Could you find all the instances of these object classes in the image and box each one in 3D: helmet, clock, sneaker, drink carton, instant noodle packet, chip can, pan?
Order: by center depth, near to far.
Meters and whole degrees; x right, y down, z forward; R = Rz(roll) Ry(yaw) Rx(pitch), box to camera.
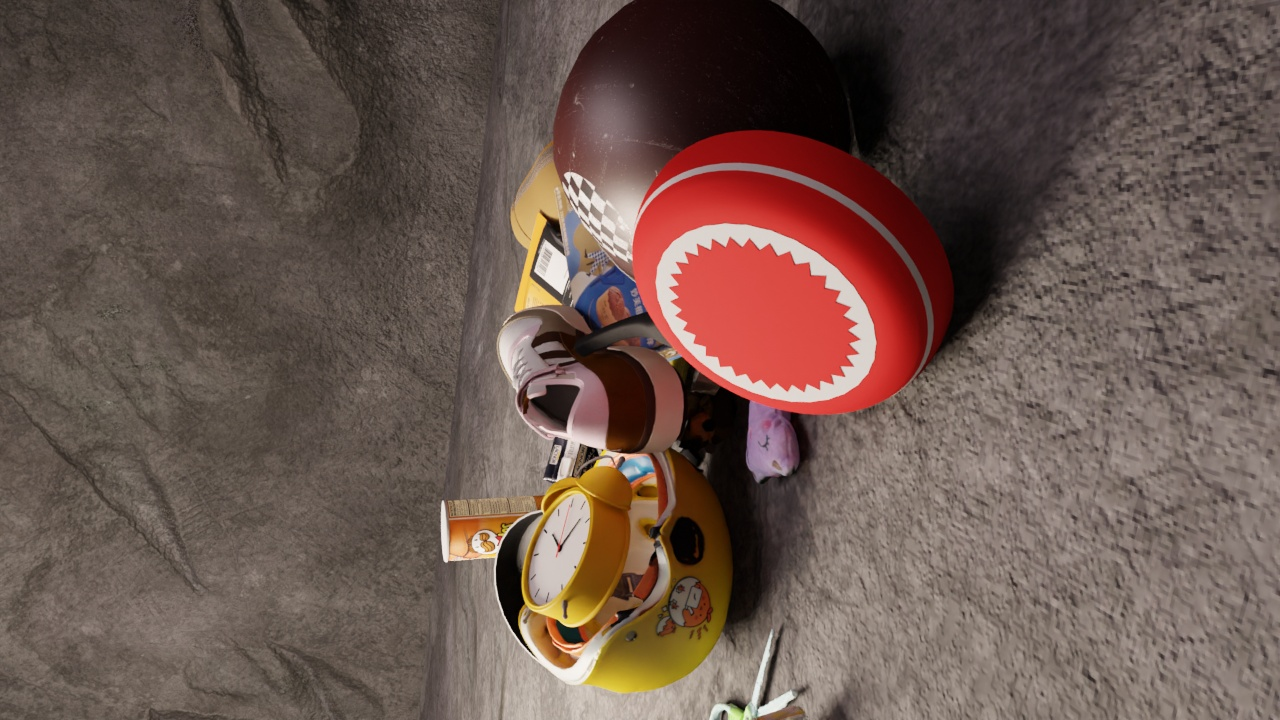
[{"bbox_3d":[0.044,-0.032,0.642,0.357,0.209,0.067,-20,29,50],"label":"pan"},{"bbox_3d":[0.044,-0.156,0.724,0.233,0.234,0.254,-52,-7,-16],"label":"helmet"},{"bbox_3d":[-0.054,0.153,0.788,0.114,0.052,0.151,-26,43,51],"label":"clock"},{"bbox_3d":[0.010,0.194,0.850,0.210,0.139,0.239,-15,49,58],"label":"helmet"},{"bbox_3d":[-0.087,0.020,0.856,0.294,0.116,0.112,28,115,52],"label":"sneaker"},{"bbox_3d":[-0.036,0.213,1.026,0.204,0.044,0.357,47,119,14],"label":"pan"},{"bbox_3d":[-0.059,0.130,1.081,0.040,0.130,0.064,4,70,31],"label":"drink carton"},{"bbox_3d":[-0.138,0.207,1.153,0.075,0.214,0.075,178,91,-73],"label":"chip can"},{"bbox_3d":[-0.074,-0.064,1.177,0.221,0.032,0.160,40,132,23],"label":"instant noodle packet"}]

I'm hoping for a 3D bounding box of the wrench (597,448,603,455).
[{"bbox_3d":[-0.036,0.098,1.011,0.070,0.010,0.273,9,123,41],"label":"wrench"}]

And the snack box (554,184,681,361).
[{"bbox_3d":[0.003,-0.102,0.910,0.155,0.069,0.202,-20,75,40],"label":"snack box"}]

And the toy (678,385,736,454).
[{"bbox_3d":[0.058,0.057,0.848,0.076,0.062,0.100,-58,8,18],"label":"toy"}]

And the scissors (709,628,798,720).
[{"bbox_3d":[0.095,0.305,0.759,0.171,0.028,0.138,111,159,-50],"label":"scissors"}]

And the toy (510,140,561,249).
[{"bbox_3d":[-0.088,-0.213,1.225,0.204,0.162,0.198,-31,52,41],"label":"toy"}]

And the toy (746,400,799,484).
[{"bbox_3d":[0.109,0.047,0.745,0.080,0.036,0.099,141,133,-67],"label":"toy"}]

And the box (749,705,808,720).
[{"bbox_3d":[0.089,0.349,0.684,0.080,0.079,0.210,56,140,39],"label":"box"}]

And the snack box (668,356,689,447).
[{"bbox_3d":[-0.006,0.006,0.999,0.121,0.045,0.181,20,106,35],"label":"snack box"}]
